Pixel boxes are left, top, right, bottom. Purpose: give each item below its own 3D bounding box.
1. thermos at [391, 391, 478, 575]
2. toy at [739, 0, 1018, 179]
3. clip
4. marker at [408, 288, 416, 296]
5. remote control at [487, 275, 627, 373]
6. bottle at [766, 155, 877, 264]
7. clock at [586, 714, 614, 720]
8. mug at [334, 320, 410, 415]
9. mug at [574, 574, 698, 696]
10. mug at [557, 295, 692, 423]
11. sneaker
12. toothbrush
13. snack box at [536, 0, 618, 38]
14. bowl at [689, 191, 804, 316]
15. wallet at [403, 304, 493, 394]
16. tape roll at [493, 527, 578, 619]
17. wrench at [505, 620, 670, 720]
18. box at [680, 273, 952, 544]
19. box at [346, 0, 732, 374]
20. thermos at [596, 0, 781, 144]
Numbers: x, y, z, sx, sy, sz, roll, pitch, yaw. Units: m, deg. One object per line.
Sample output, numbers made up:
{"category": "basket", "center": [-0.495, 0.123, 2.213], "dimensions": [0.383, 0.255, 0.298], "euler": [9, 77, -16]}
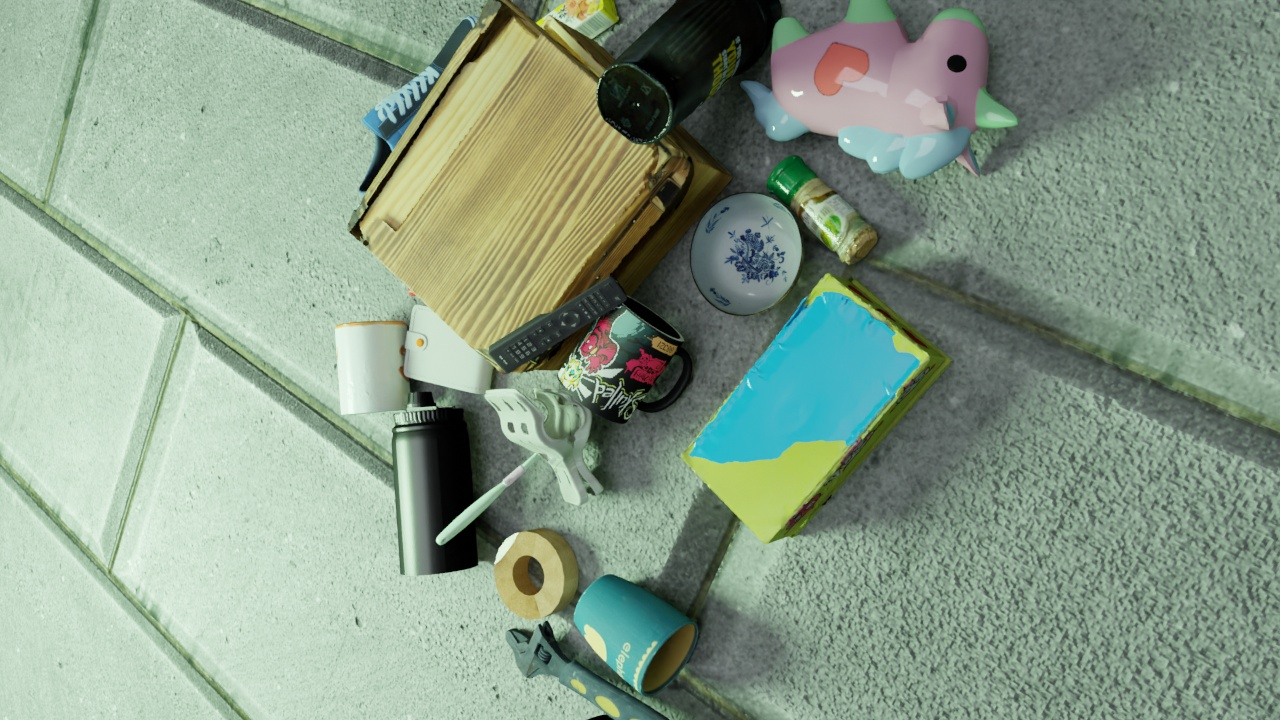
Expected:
{"category": "thermos", "center": [-0.232, 0.133, 1.029], "dimensions": [0.086, 0.086, 0.198], "euler": [-7, 85, 30]}
{"category": "toy", "center": [0.191, -0.224, 0.777], "dimensions": [0.223, 0.120, 0.171], "euler": [-13, 73, 29]}
{"category": "clip", "center": [-0.081, 0.071, 0.937], "dimensions": [0.152, 0.126, 0.101], "euler": [45, 75, -15]}
{"category": "marker", "center": [-0.214, -0.077, 1.065], "dimensions": [0.142, 0.012, 0.013], "euler": [6, 92, 30]}
{"category": "remote control", "center": [-0.077, -0.035, 0.842], "dimensions": [0.136, 0.032, 0.015], "euler": [-31, 35, 10]}
{"category": "bottle", "center": [0.162, -0.135, 0.825], "dimensions": [0.043, 0.043, 0.111], "euler": [-49, 68, 21]}
{"category": "clock", "center": [-0.009, 0.385, 0.886], "dimensions": [0.123, 0.094, 0.035], "euler": [11, 98, 36]}
{"category": "mug", "center": [-0.314, 0.009, 1.083], "dimensions": [0.082, 0.082, 0.105], "euler": [-6, 87, 30]}
{"category": "mug", "center": [-0.010, 0.275, 0.905], "dimensions": [0.104, 0.084, 0.112], "euler": [30, 133, 32]}
{"category": "mug", "center": [-0.005, 0.005, 0.887], "dimensions": [0.098, 0.118, 0.082], "euler": [-55, 28, 12]}
{"category": "sneaker", "center": [-0.249, -0.280, 1.030], "dimensions": [0.083, 0.098, 0.241], "euler": [44, 111, 43]}
{"category": "toothbrush", "center": [-0.159, 0.143, 0.984], "dimensions": [0.154, 0.022, 0.015], "euler": [-42, 33, -7]}
{"category": "snack box", "center": [-0.092, -0.346, 0.983], "dimensions": [0.148, 0.029, 0.040], "euler": [-25, 64, 28]}
{"category": "bowl", "center": [0.106, -0.096, 0.855], "dimensions": [0.114, 0.045, 0.114], "euler": [-1, 88, 31]}
{"category": "wallet", "center": [-0.215, -0.029, 1.050], "dimensions": [0.118, 0.037, 0.115], "euler": [12, 95, 27]}
{"category": "tape roll", "center": [-0.113, 0.229, 0.990], "dimensions": [0.094, 0.027, 0.094], "euler": [-1, 89, 31]}
{"category": "wrench", "center": [-0.048, 0.331, 0.925], "dimensions": [0.274, 0.022, 0.073], "euler": [18, 111, 40]}
{"category": "box", "center": [0.152, 0.043, 0.811], "dimensions": [0.124, 0.079, 0.221], "euler": [43, 108, 25]}
{"category": "box", "center": [-0.098, -0.154, 0.900], "dimensions": [0.280, 0.191, 0.251], "euler": [-48, 69, 19]}
{"category": "thermos", "center": [0.042, -0.271, 0.809], "dimensions": [0.098, 0.220, 0.098], "euler": [19, 137, 19]}
